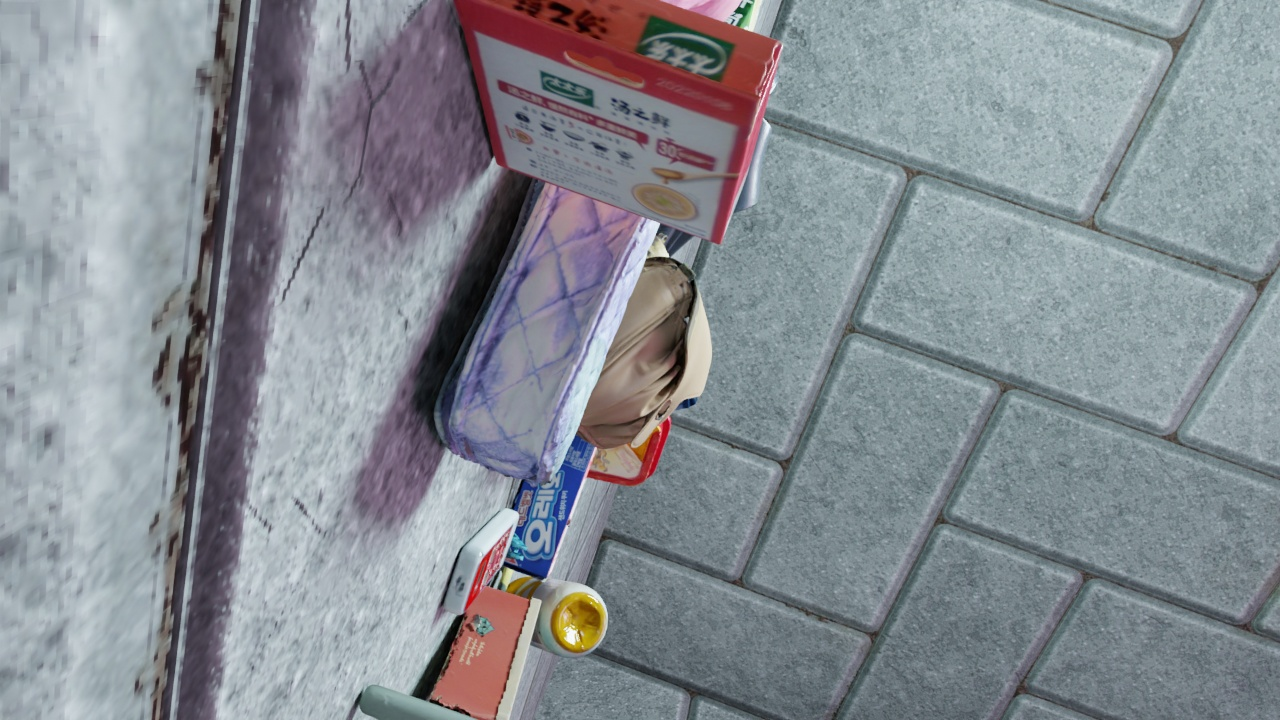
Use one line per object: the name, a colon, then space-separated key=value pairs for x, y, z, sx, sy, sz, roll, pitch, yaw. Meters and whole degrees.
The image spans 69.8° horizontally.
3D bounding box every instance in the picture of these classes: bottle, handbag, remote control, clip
bottle: x=-0.098 y=0.251 z=0.916 sx=0.190 sy=0.068 sz=0.068 roll=-17 pitch=-131 yaw=62
handbag: x=-0.046 y=-0.034 z=0.506 sx=0.134 sy=0.075 sz=0.193 roll=112 pitch=0 yaw=-73
handbag: x=-0.004 y=0.004 z=0.739 sx=0.147 sy=0.100 sz=0.204 roll=-40 pitch=164 yaw=-3
remote control: x=-0.127 y=0.161 z=0.750 sx=0.136 sy=0.020 sz=0.056 roll=-37 pitch=146 yaw=-83
clip: x=-0.118 y=0.170 z=0.834 sx=0.056 sy=0.013 sz=0.038 roll=5 pitch=-107 yaw=65

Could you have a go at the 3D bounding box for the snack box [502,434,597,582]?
snack box: x=-0.079 y=0.107 z=0.897 sx=0.058 sy=0.057 sz=0.207 roll=99 pitch=11 yaw=-84

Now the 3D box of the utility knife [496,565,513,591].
utility knife: x=-0.123 y=0.182 z=0.959 sx=0.031 sy=0.018 sz=0.151 roll=108 pitch=5 yaw=-56

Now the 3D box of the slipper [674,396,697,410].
slipper: x=0.000 y=-0.012 z=0.959 sx=0.252 sy=0.095 sz=0.105 roll=-111 pitch=-167 yaw=-66

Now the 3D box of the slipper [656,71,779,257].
slipper: x=0.071 y=-0.173 z=0.950 sx=0.268 sy=0.083 sz=0.110 roll=-55 pitch=-167 yaw=12

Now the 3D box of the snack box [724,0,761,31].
snack box: x=0.057 y=-0.274 z=0.837 sx=0.239 sy=0.063 sz=0.115 roll=-66 pitch=174 yaw=-49

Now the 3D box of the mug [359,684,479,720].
mug: x=-0.132 y=0.260 z=0.551 sx=0.083 sy=0.103 sz=0.124 roll=-56 pitch=165 yaw=-74

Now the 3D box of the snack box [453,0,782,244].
snack box: x=-0.007 y=-0.107 z=0.368 sx=0.127 sy=0.113 sz=0.044 roll=96 pitch=15 yaw=-75

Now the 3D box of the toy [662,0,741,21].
toy: x=0.032 y=-0.252 z=0.520 sx=0.195 sy=0.074 sz=0.178 roll=99 pitch=13 yaw=-54

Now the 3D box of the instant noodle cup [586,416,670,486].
instant noodle cup: x=-0.030 y=0.058 z=1.024 sx=0.124 sy=0.116 sz=0.117 roll=-86 pitch=-170 yaw=-52

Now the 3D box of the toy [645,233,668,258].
toy: x=-0.026 y=-0.046 z=0.815 sx=0.157 sy=0.066 sz=0.105 roll=-59 pitch=165 yaw=22

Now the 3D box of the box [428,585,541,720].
box: x=-0.141 y=0.268 z=0.762 sx=0.168 sy=0.079 sz=0.091 roll=-78 pitch=-175 yaw=-70
